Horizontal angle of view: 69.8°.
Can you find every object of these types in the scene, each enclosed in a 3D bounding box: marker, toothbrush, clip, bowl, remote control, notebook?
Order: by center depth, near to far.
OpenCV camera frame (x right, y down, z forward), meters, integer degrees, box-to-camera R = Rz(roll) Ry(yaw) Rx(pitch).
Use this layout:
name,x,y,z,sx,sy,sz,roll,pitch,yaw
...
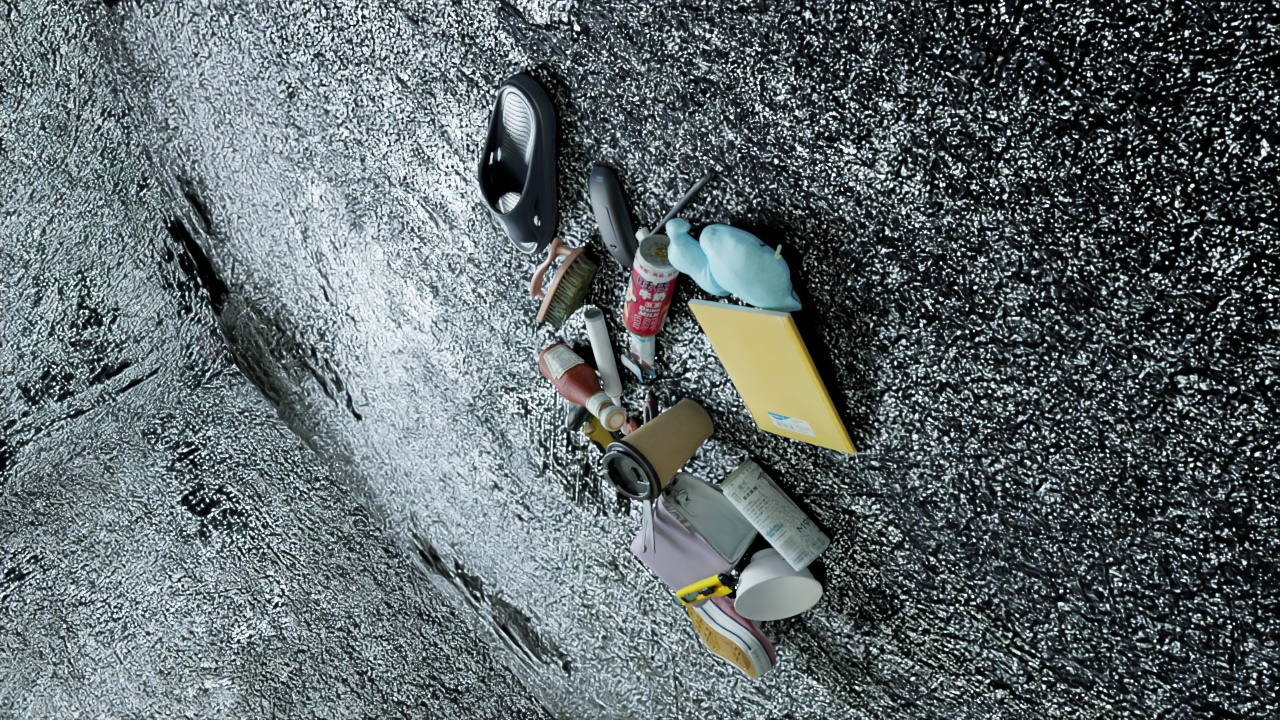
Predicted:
name,x,y,z,sx,sy,sz,roll,pitch,yaw
toothbrush,0.035,-0.166,1.007,0.018,0.015,0.181,62,152,2
notebook,0.145,0.018,1.012,0.146,0.010,0.206,13,143,49
remote control,-0.033,-0.166,1.096,0.053,0.024,0.136,17,135,46
bowl,0.179,0.292,1.232,0.118,0.118,0.064,90,174,-47
clip,-0.007,0.006,1.250,0.058,0.044,0.027,39,152,41
marker,0.146,0.292,1.292,0.015,0.018,0.124,35,172,17
toothbrush,-0.043,0.022,1.314,0.026,0.026,0.221,-127,18,-52

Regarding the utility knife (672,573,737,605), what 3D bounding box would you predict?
name,x,y,z,sx,sy,sz,roll,pitch,yaw
utility knife,0.085,0.325,1.282,0.033,0.015,0.178,40,146,-4

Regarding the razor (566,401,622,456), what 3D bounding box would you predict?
name,x,y,z,sx,sy,sz,roll,pitch,yaw
razor,-0.054,0.125,1.408,0.167,0.067,0.062,55,153,-16

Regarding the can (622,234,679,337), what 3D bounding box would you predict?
name,x,y,z,sx,sy,sz,roll,pitch,yaw
can,0.013,-0.087,1.085,0.053,0.053,0.133,43,149,18

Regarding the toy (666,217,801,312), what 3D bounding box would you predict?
name,x,y,z,sx,sy,sz,roll,pitch,yaw
toy,0.096,-0.099,0.952,0.161,0.049,0.156,42,161,-2

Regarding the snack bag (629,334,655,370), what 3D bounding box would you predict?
name,x,y,z,sx,sy,sz,roll,pitch,yaw
snack bag,0.003,-0.030,1.189,0.045,0.026,0.105,34,148,25

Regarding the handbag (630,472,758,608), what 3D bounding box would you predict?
name,x,y,z,sx,sy,sz,roll,pitch,yaw
handbag,0.076,0.253,1.313,0.145,0.098,0.197,34,146,10

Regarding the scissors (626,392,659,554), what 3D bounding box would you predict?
name,x,y,z,sx,sy,sz,roll,pitch,yaw
scissors,0.007,0.155,1.286,0.224,0.015,0.189,-111,29,-50

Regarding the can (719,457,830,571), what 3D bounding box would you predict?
name,x,y,z,sx,sy,sz,roll,pitch,yaw
can,0.169,0.194,1.159,0.146,0.058,0.058,46,150,13

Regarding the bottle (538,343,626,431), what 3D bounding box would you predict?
name,x,y,z,sx,sy,sz,roll,pitch,yaw
bottle,-0.081,0.039,1.306,0.206,0.059,0.060,41,152,51

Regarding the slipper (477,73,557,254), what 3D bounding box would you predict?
name,x,y,z,sx,sy,sz,roll,pitch,yaw
slipper,-0.167,-0.234,1.160,0.110,0.083,0.269,43,148,21

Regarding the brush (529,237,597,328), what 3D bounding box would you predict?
name,x,y,z,sx,sy,sz,roll,pitch,yaw
brush,-0.106,-0.107,1.226,0.073,0.063,0.146,39,149,4

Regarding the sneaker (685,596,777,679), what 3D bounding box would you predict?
name,x,y,z,sx,sy,sz,roll,pitch,yaw
sneaker,0.144,0.394,1.385,0.241,0.087,0.118,17,130,64

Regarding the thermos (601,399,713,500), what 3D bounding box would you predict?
name,x,y,z,sx,sy,sz,roll,pitch,yaw
thermos,0.025,0.114,1.193,0.093,0.143,0.093,35,147,28
